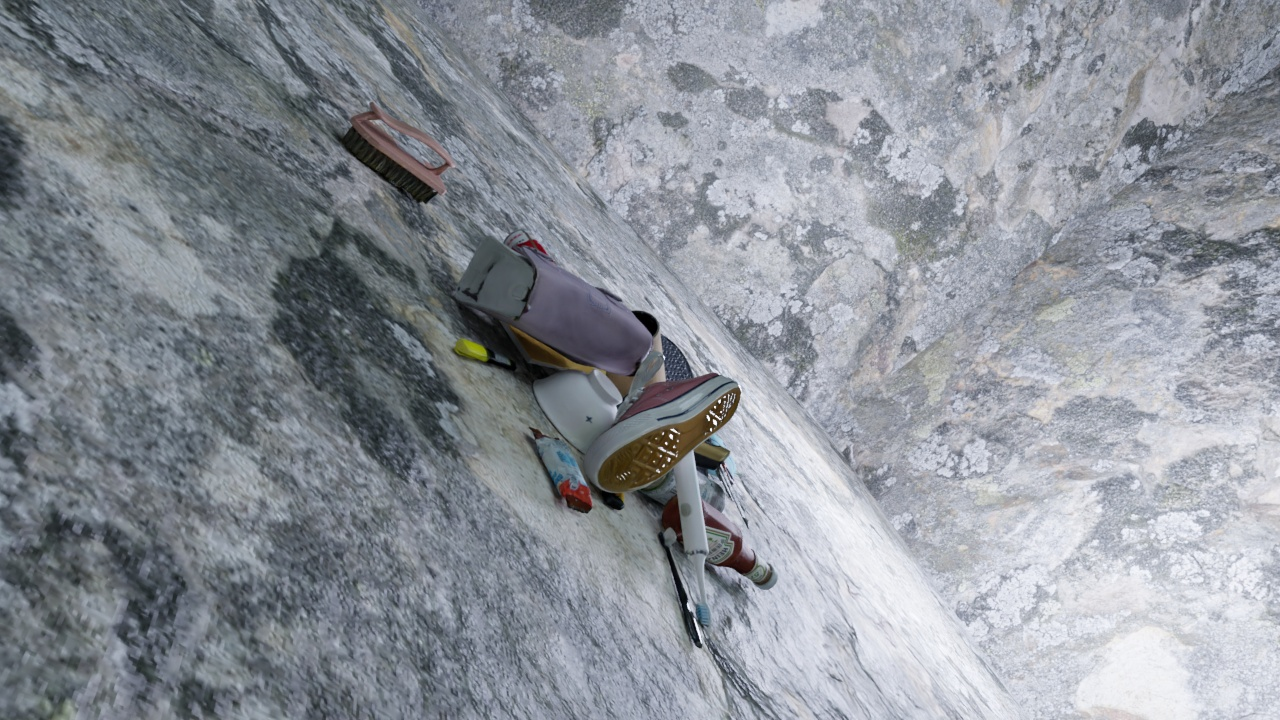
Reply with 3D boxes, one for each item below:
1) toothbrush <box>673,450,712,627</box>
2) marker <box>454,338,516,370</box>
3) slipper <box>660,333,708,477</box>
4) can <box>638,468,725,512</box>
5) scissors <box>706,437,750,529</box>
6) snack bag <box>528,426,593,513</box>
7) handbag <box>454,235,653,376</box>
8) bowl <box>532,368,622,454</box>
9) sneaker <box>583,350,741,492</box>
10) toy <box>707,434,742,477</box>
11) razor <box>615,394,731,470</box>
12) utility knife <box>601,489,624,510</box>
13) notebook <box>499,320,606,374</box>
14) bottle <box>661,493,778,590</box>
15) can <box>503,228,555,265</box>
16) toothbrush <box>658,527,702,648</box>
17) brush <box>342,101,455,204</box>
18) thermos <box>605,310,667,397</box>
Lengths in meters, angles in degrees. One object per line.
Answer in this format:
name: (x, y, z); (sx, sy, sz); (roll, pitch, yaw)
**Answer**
toothbrush: (0.058, 0.188, 1.013); (0.026, 0.027, 0.220); (24, 42, -33)
marker: (-0.162, -0.004, 0.972); (0.018, 0.015, 0.124); (54, 8, 19)
slipper: (0.028, 0.076, 1.329); (0.110, 0.083, 0.267); (33, 37, -45)
can: (0.049, 0.157, 1.139); (0.146, 0.058, 0.058); (37, 16, -49)
scissors: (0.106, 0.142, 1.234); (0.189, 0.015, 0.224); (63, 4, 15)
snack bag: (-0.077, 0.104, 0.897); (0.045, 0.026, 0.105); (26, 23, -43)
handbag: (-0.093, -0.057, 1.060); (0.197, 0.098, 0.145); (29, 1, -43)
bowl: (-0.061, 0.048, 1.059); (0.118, 0.065, 0.118); (47, 10, -11)
sneaker: (0.012, 0.066, 1.023); (0.088, 0.118, 0.240); (31, 39, 30)
toy: (0.100, 0.140, 1.439); (0.156, 0.050, 0.161); (46, 15, -6)
razor: (0.033, 0.093, 1.153); (0.167, 0.067, 0.062); (21, 2, 10)
utility knife: (-0.030, 0.124, 1.047); (0.033, 0.015, 0.177); (46, 11, -13)
notebook: (-0.125, -0.038, 1.205); (0.146, 0.010, 0.206); (53, 16, 22)
bottle: (0.104, 0.228, 1.121); (0.206, 0.060, 0.059); (42, 13, -38)
can: (-0.153, -0.134, 1.357); (0.132, 0.053, 0.053); (55, 12, 28)
toothbrush: (0.043, 0.234, 0.962); (0.015, 0.018, 0.181); (47, 12, -27)
brush: (-0.303, -0.264, 1.152); (0.145, 0.073, 0.063); (35, 18, -47)
thermos: (-0.007, 0.007, 1.197); (0.143, 0.093, 0.093); (89, -24, -47)
